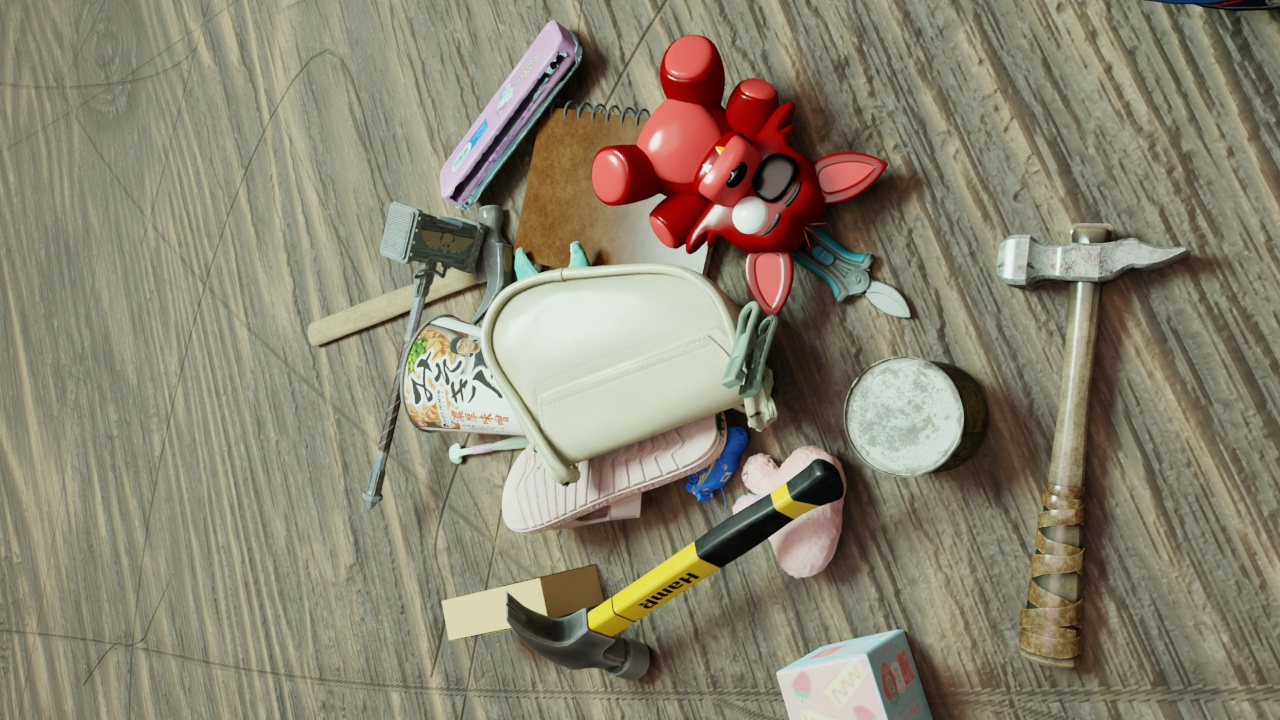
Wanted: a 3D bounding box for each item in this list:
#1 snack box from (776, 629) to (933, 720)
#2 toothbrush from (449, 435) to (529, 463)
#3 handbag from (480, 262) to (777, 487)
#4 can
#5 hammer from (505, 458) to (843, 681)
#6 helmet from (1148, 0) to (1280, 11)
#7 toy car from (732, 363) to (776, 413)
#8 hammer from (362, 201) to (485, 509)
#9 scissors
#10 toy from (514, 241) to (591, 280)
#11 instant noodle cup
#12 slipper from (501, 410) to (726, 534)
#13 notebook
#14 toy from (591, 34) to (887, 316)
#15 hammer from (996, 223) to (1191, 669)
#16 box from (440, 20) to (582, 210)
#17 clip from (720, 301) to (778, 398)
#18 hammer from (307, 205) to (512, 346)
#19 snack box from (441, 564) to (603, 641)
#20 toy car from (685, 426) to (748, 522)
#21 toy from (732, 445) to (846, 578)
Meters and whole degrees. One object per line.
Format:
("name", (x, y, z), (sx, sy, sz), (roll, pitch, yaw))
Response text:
("snack box", (0.169, 0.270, 0.707), (0.080, 0.092, 0.094), (-24, 75, 30))
("toothbrush", (-0.141, 0.088, 0.962), (0.155, 0.015, 0.022), (-12, 82, 31))
("handbag", (-0.005, 0.005, 0.805), (0.229, 0.131, 0.184), (-20, 74, 20))
("can", (0.212, 0.043, 0.703), (0.090, 0.074, 0.090), (-3, 86, 34))
("hammer", (0.031, 0.172, 0.752), (0.325, 0.169, 0.034), (-39, 39, 28))
("helmet", (0.368, -0.305, 0.528), (0.233, 0.223, 0.271), (-1, 57, 46))
("toy car", (0.070, 0.015, 0.821), (0.105, 0.033, 0.048), (19, 99, 33))
("hammer", (-0.246, 0.004, 0.956), (0.044, 0.098, 0.322), (21, 100, 33))
("scissors", (0.161, -0.075, 0.775), (0.138, 0.019, 0.136), (-17, 80, 30))
("toy", (-0.085, -0.074, 0.912), (0.105, 0.033, 0.085), (1, 110, 41))
("instant noodle cup", (-0.153, 0.023, 0.920), (0.122, 0.123, 0.123), (10, 93, 23))
("slipper", (-0.021, 0.098, 0.848), (0.240, 0.064, 0.094), (-23, 54, 24))
("notebook", (-0.019, -0.161, 0.892), (0.226, 0.024, 0.167), (16, 97, 32))
("toy", (0.075, -0.153, 0.757), (0.197, 0.120, 0.158), (39, 100, 16))
("hammer", (0.310, 0.061, 0.660), (0.122, 0.048, 0.319), (6, 92, 30))
("box", (-0.136, -0.251, 0.950), (0.215, 0.033, 0.076), (-47, 35, 22))
("clip", (0.085, -0.009, 0.706), (0.023, 0.044, 0.075), (-25, 40, 53))
("hammer", (-0.275, -0.070, 1.048), (0.332, 0.030, 0.119), (-15, 79, 30))
("snack box", (-0.114, 0.235, 0.893), (0.126, 0.088, 0.040), (-20, 77, 30))
("toy car", (0.076, 0.111, 0.807), (0.062, 0.033, 0.092), (48, 112, 32))
("toy", (0.124, 0.121, 0.772), (0.105, 0.053, 0.108), (15, 98, 43))
